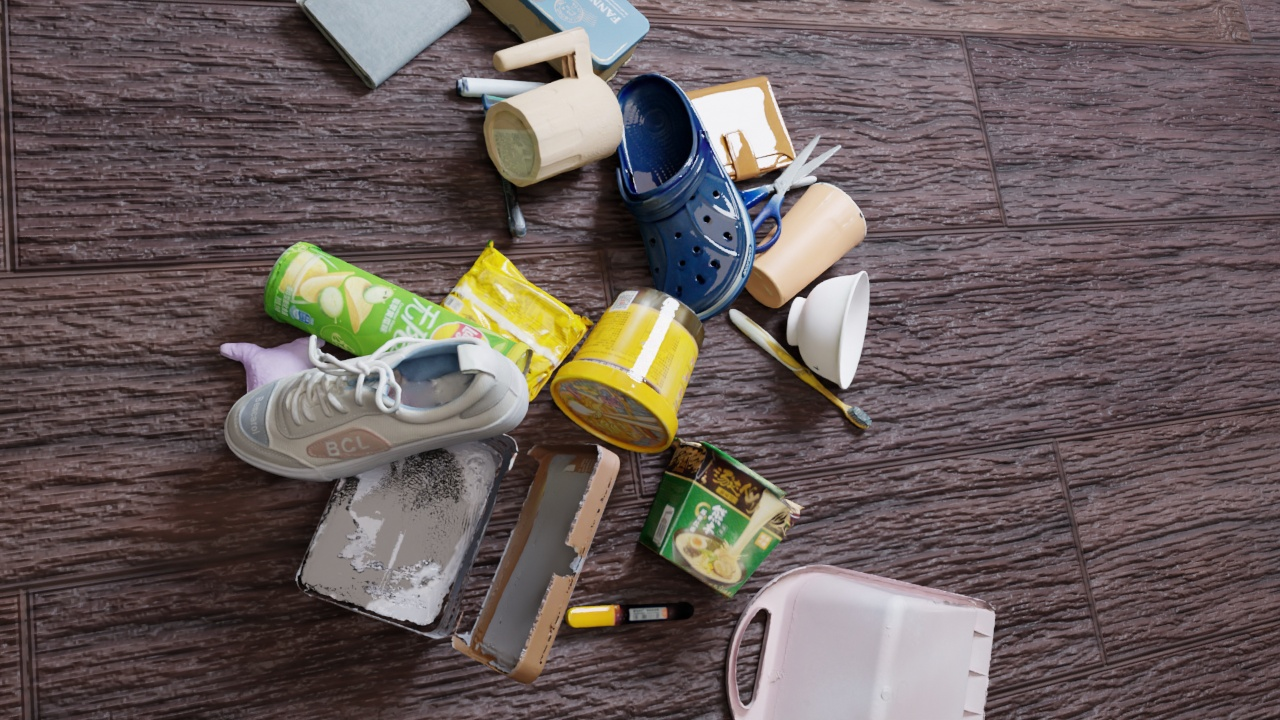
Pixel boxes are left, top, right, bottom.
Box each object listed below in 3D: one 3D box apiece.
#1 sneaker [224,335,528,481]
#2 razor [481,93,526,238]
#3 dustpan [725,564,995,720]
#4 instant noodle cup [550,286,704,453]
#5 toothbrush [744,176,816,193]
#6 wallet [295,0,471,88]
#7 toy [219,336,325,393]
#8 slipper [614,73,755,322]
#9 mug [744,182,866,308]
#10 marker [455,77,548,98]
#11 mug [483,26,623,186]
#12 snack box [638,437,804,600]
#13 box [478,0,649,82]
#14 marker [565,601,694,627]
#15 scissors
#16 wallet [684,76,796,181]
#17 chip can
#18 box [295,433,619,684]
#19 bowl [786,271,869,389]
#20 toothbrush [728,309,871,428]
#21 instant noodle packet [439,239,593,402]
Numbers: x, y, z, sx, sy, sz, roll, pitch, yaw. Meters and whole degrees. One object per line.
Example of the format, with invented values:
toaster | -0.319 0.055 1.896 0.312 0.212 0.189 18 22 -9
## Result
sneaker | -0.209 0.030 0.678 0.242 0.091 0.089 -10 65 10
razor | -0.127 -0.183 0.879 0.042 0.022 0.142 -2 78 -37
dustpan | 0.219 0.313 0.897 0.273 0.139 0.222 32 66 -40
instant noodle cup | -0.005 0.005 0.833 0.118 0.119 0.114 32 63 -10
toothbrush | 0.110 -0.170 0.961 0.179 0.016 0.016 -17 92 -21
wallet | -0.242 -0.335 0.866 0.129 0.037 0.106 -47 106 -21
toy | -0.302 0.032 0.762 0.083 0.039 0.108 -4 77 -19
slipper | 0.034 -0.164 0.876 0.105 0.095 0.252 -19 79 21
mug | 0.161 -0.114 0.938 0.122 0.078 0.078 -43 94 -17
marker | -0.115 -0.265 0.902 0.130 0.018 0.022 -4 46 -20
mug | -0.083 -0.232 0.845 0.103 0.084 0.125 -32 128 -38
snack box | 0.062 0.144 0.830 0.117 0.118 0.105 34 80 -10
box | -0.077 -0.345 0.904 0.184 0.059 0.089 39 63 -1
marker | -0.009 0.230 0.833 0.123 0.015 0.018 3 79 -21
scissors | 0.131 -0.177 0.936 0.141 0.012 0.170 7 60 13
wallet | 0.091 -0.238 0.963 0.131 0.031 0.107 -17 82 -20
chip can | -0.204 -0.025 0.766 0.221 0.073 0.072 25 71 3
box | -0.161 0.123 0.714 0.156 0.227 0.180 30 71 -28
bowl | 0.185 -0.035 0.922 0.065 0.118 0.118 10 71 22
toothbrush | 0.165 0.009 0.938 0.191 0.018 0.016 40 67 -7
instant noodle packet | -0.125 -0.033 0.835 0.128 0.044 0.110 39 71 -5
